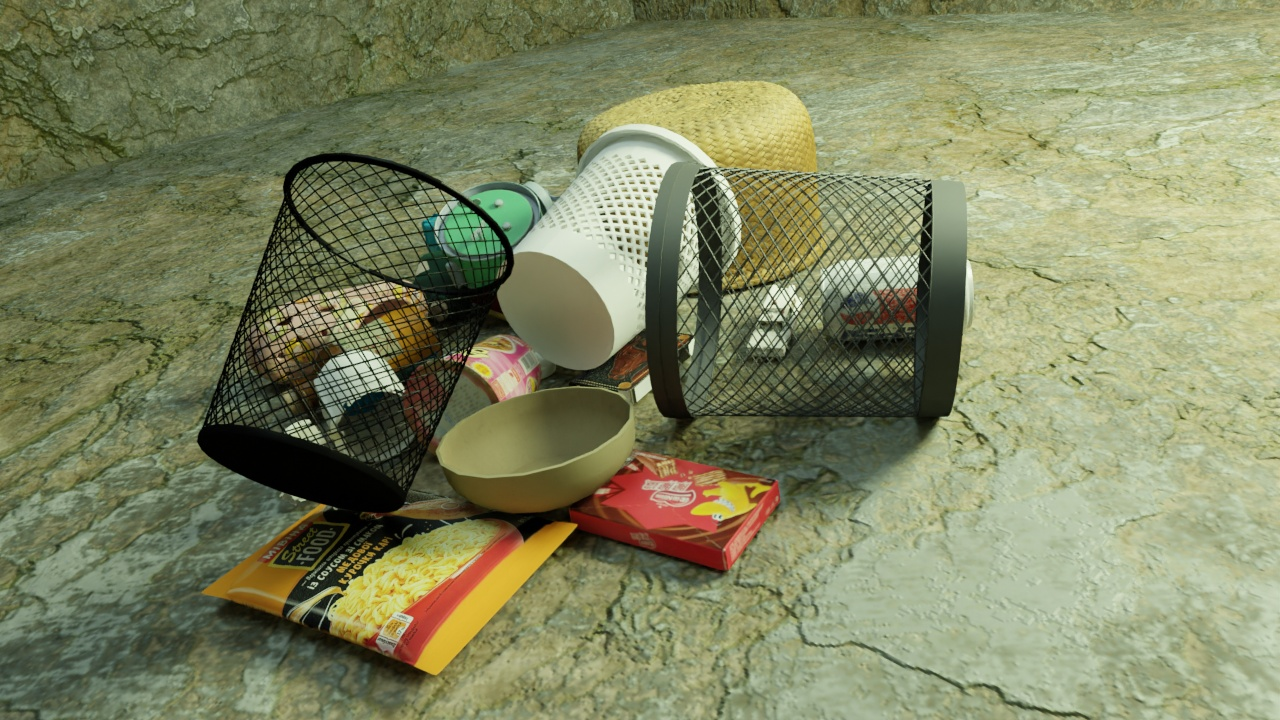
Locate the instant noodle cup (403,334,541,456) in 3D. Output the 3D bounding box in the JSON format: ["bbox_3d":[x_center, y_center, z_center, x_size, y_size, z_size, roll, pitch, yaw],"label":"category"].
[{"bbox_3d":[-0.142,0.027,0.826,0.098,0.098,0.108,1,20,20],"label":"instant noodle cup"}]

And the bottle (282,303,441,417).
[{"bbox_3d":[-0.283,0.007,0.921,0.156,0.068,0.068,-32,33,-21],"label":"bottle"}]

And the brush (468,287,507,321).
[{"bbox_3d":[-0.125,-0.071,1.058,0.082,0.042,0.174,-29,33,-34],"label":"brush"}]

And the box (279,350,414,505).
[{"bbox_3d":[-0.271,0.057,0.816,0.141,0.083,0.140,-16,28,-26],"label":"box"}]

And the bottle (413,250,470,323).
[{"bbox_3d":[-0.236,-0.082,1.092,0.061,0.061,0.131,-8,27,-4],"label":"bottle"}]

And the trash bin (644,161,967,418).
[{"bbox_3d":[0.140,-0.053,0.761,0.227,0.218,0.217,3,29,14],"label":"trash bin"}]

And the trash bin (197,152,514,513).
[{"bbox_3d":[-0.211,-0.011,0.680,0.184,0.184,0.209,3,63,22],"label":"trash bin"}]

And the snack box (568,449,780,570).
[{"bbox_3d":[0.025,0.107,0.682,0.133,0.021,0.089,9,32,32],"label":"snack box"}]

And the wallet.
[{"bbox_3d":[-0.005,0.005,0.895,0.072,0.019,0.122,10,32,35],"label":"wallet"}]

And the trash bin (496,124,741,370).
[{"bbox_3d":[-0.031,-0.102,0.916,0.196,0.196,0.199,9,41,32],"label":"trash bin"}]

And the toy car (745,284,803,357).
[{"bbox_3d":[0.135,-0.041,0.921,0.039,0.039,0.112,2,29,20],"label":"toy car"}]

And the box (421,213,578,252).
[{"bbox_3d":[-0.161,-0.138,1.143,0.227,0.094,0.041,3,31,22],"label":"box"}]

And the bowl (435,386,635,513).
[{"bbox_3d":[-0.075,0.074,0.702,0.152,0.050,0.152,-10,20,4],"label":"bowl"}]

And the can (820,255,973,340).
[{"bbox_3d":[0.244,-0.060,0.881,0.136,0.078,0.078,-3,27,13],"label":"can"}]

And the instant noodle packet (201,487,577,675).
[{"bbox_3d":[-0.180,0.143,0.663,0.221,0.032,0.159,7,28,29],"label":"instant noodle packet"}]

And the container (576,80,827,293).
[{"bbox_3d":[0.073,-0.224,1.133,0.307,0.197,0.306,-8,28,4],"label":"container"}]

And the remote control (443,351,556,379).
[{"bbox_3d":[-0.152,0.005,0.948,0.137,0.013,0.043,1,28,20],"label":"remote control"}]

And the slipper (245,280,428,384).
[{"bbox_3d":[-0.317,-0.024,0.980,0.197,0.093,0.081,-22,47,-15],"label":"slipper"}]

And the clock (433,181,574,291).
[{"bbox_3d":[-0.149,-0.151,1.041,0.161,0.075,0.121,-20,53,-4],"label":"clock"}]
